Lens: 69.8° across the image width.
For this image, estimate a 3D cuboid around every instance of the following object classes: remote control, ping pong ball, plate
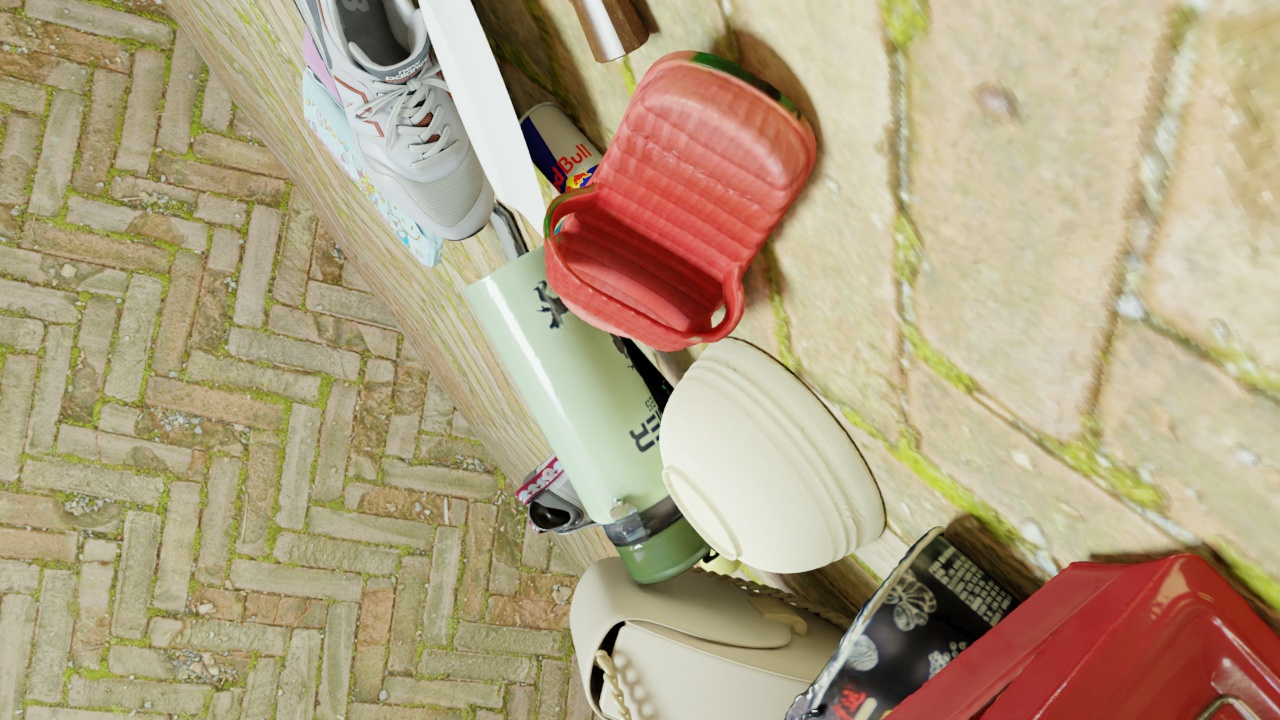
[{"bbox_3d":[-0.004,0.004,0.715,0.150,0.013,0.034,49,160,16],"label":"remote control"},{"bbox_3d":[0.070,0.170,0.807,0.040,0.040,0.040,49,164,18],"label":"ping pong ball"},{"bbox_3d":[-0.099,-0.157,0.542,0.189,0.016,0.188,156,91,-82],"label":"plate"},{"bbox_3d":[-0.106,-0.085,0.825,0.033,0.013,0.137,40,159,38],"label":"remote control"}]

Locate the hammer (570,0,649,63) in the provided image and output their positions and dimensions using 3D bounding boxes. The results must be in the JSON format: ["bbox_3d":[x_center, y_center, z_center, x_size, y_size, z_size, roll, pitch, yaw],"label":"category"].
[{"bbox_3d":[-0.078,-0.259,0.322,0.115,0.033,0.323,25,149,57],"label":"hammer"}]

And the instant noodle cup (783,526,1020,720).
[{"bbox_3d":[0.145,0.163,0.418,0.112,0.137,0.137,34,158,27],"label":"instant noodle cup"}]

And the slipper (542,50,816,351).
[{"bbox_3d":[0.003,-0.047,0.432,0.103,0.059,0.249,31,160,-6],"label":"slipper"}]

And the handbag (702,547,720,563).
[{"bbox_3d":[0.049,0.103,0.692,0.079,0.054,0.129,47,166,15],"label":"handbag"}]

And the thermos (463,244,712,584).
[{"bbox_3d":[-0.028,0.038,0.604,0.231,0.082,0.082,62,164,-7],"label":"thermos"}]

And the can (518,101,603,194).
[{"bbox_3d":[-0.032,-0.104,0.522,0.095,0.032,0.032,50,165,14],"label":"can"}]

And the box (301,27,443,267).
[{"bbox_3d":[-0.227,-0.196,0.796,0.214,0.034,0.151,49,141,15],"label":"box"}]

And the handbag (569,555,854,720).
[{"bbox_3d":[0.056,0.213,0.636,0.208,0.103,0.211,16,179,-8],"label":"handbag"}]

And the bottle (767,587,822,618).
[{"bbox_3d":[0.138,0.219,0.732,0.113,0.030,0.030,37,158,46],"label":"bottle"}]

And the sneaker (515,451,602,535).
[{"bbox_3d":[-0.060,0.147,0.982,0.097,0.128,0.263,48,166,23],"label":"sneaker"}]

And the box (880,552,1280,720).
[{"bbox_3d":[0.176,0.162,0.310,0.157,0.134,0.110,51,164,11],"label":"box"}]

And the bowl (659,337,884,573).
[{"bbox_3d":[0.062,0.068,0.542,0.150,0.075,0.151,49,164,19],"label":"bowl"}]

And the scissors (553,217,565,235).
[{"bbox_3d":[-0.058,-0.064,0.691,0.123,0.019,0.148,39,149,37],"label":"scissors"}]

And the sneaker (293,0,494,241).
[{"bbox_3d":[-0.169,-0.191,0.633,0.240,0.088,0.124,62,166,-17],"label":"sneaker"}]
